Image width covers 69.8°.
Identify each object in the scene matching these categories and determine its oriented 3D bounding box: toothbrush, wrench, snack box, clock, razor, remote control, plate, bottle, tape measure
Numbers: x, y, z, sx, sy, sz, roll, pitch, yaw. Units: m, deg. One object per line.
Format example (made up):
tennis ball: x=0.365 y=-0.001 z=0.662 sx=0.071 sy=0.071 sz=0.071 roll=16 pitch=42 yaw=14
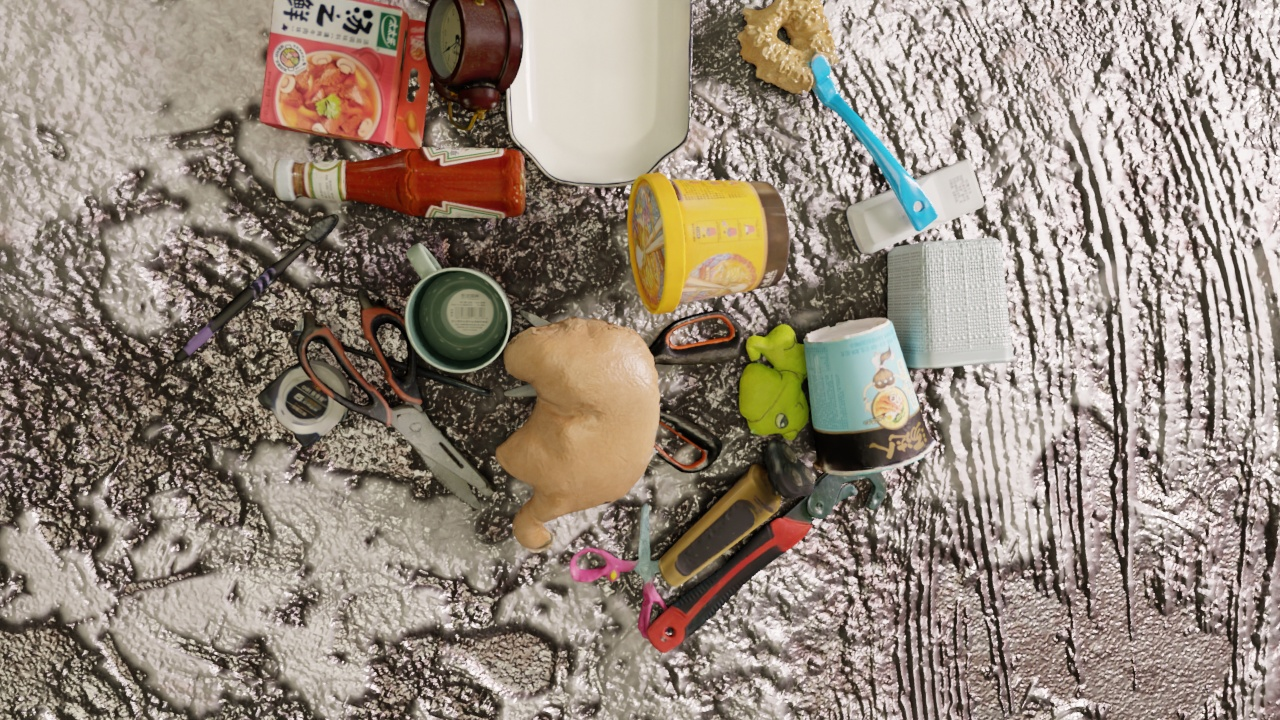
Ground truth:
toothbrush: x=-0.332 y=-0.062 z=0.792 sx=0.189 sy=0.017 sz=0.014 roll=-42 pitch=100 yaw=0
wrench: x=0.119 y=0.184 z=0.872 sx=0.273 sy=0.016 sz=0.056 roll=-35 pitch=97 yaw=-6
snack box: x=-0.243 y=-0.242 z=0.768 sx=0.127 sy=0.044 sz=0.113 roll=8 pitch=95 yaw=-9
clock: x=-0.140 y=-0.252 z=0.759 sx=0.055 sy=0.082 sz=0.122 roll=-9 pitch=122 yaw=-38
toothbrush: x=-0.217 y=0.000 z=0.814 sx=0.181 sy=0.016 sz=0.018 roll=20 pitch=84 yaw=-8
razor: x=0.085 y=0.145 z=0.844 sx=0.167 sy=0.067 sz=0.062 roll=-41 pitch=99 yaw=1
remote control: x=0.256 y=-0.143 z=0.855 sx=0.125 sy=0.024 sz=0.049 roll=-23 pitch=99 yaw=-5
plate: x=-0.037 y=-0.284 z=0.796 sx=0.162 sy=0.034 sz=0.266 roll=-2 pitch=97 yaw=-7
bottle: x=-0.201 y=-0.152 z=0.778 sx=0.206 sy=0.060 sz=0.060 roll=0 pitch=96 yaw=-7
tape measure: x=-0.287 y=0.034 z=0.799 sx=0.066 sy=0.033 sz=0.066 roll=-39 pitch=102 yaw=-3

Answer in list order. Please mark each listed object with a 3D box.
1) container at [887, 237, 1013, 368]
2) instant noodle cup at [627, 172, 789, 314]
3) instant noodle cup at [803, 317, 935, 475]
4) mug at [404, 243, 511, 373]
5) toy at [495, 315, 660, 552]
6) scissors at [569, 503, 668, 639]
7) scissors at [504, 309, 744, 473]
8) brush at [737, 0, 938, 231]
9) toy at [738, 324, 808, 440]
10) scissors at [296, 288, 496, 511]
container: x=0.278 y=-0.052 z=0.838 sx=0.090 sy=0.090 sz=0.111 roll=-5 pitch=93 yaw=-7
instant noodle cup: x=0.058 y=-0.105 z=0.791 sx=0.114 sy=0.118 sz=0.118 roll=-8 pitch=97 yaw=-15
instant noodle cup: x=0.195 y=0.028 z=0.819 sx=0.111 sy=0.111 sz=0.120 roll=-16 pitch=100 yaw=-6
mug: x=-0.158 y=-0.048 z=0.769 sx=0.082 sy=0.106 sz=0.112 roll=-34 pitch=100 yaw=-2
toy: x=-0.054 y=0.073 z=0.802 sx=0.143 sy=0.082 sz=0.226 roll=6 pitch=104 yaw=-5
scissors: x=0.000 y=0.201 z=0.865 sx=0.133 sy=0.017 sz=0.134 roll=-6 pitch=93 yaw=-10
scissors: x=-0.003 y=0.020 z=0.840 sx=0.221 sy=0.022 sz=0.228 roll=-29 pitch=100 yaw=-4
brush: x=0.183 y=-0.222 z=0.821 sx=0.083 sy=0.046 sz=0.254 roll=-39 pitch=94 yaw=-5
toy: x=0.125 y=0.022 z=0.852 sx=0.096 sy=0.031 sz=0.100 roll=40 pitch=85 yaw=-13
scissors: x=-0.198 y=0.036 z=0.799 sx=0.204 sy=0.015 sz=0.198 roll=11 pitch=88 yaw=-21
